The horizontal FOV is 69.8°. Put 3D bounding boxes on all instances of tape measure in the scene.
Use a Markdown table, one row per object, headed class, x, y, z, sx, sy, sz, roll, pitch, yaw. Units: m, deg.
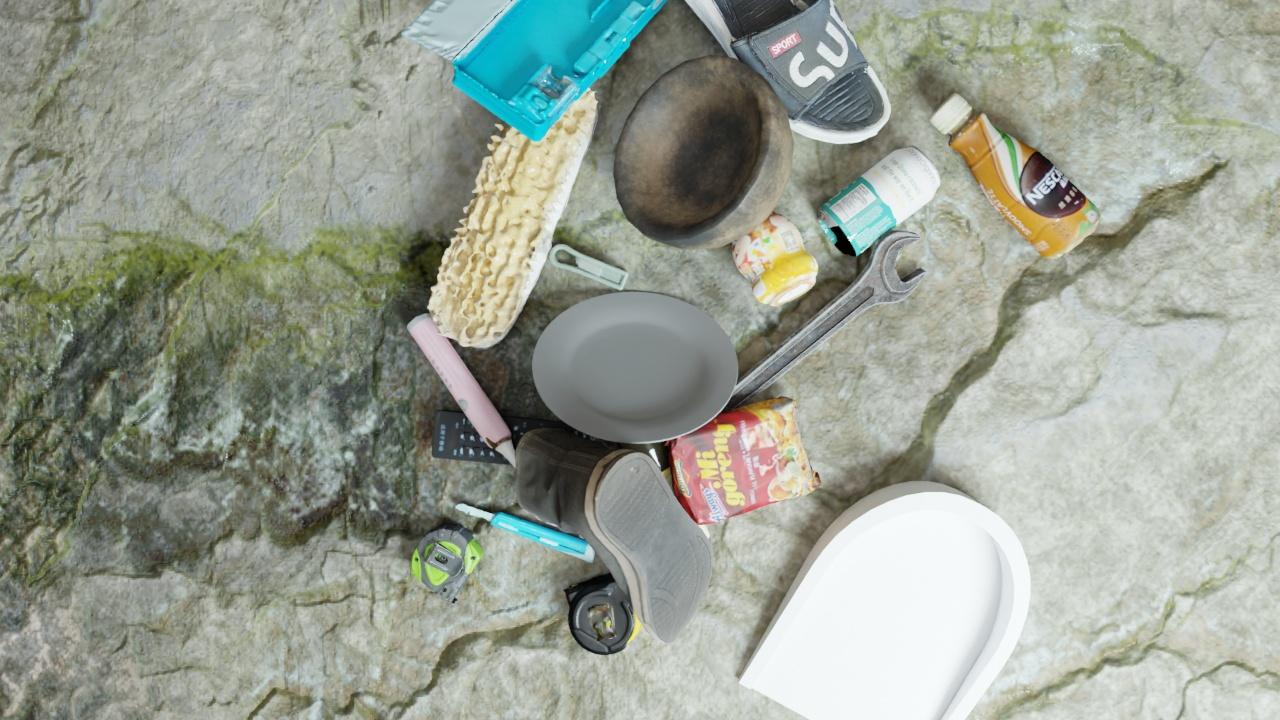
| class | x | y | z | sx | sy | sz | roll | pitch | yaw |
| --- | --- | --- | --- | --- | --- | --- | --- | --- | --- |
| tape measure | -0.185 | 0.188 | 0.869 | 0.058 | 0.036 | 0.065 | 30 | 95 | 2 |
| tape measure | -0.033 | 0.236 | 0.859 | 0.071 | 0.042 | 0.072 | -20 | 94 | 2 |

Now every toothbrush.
| class | x | y | z | sx | sy | sz | roll | pitch | yaw |
| --- | --- | --- | --- | --- | --- | --- | --- | --- | --- |
| toothbrush | -0.145 | 0.050 | 0.841 | 0.026 | 0.027 | 0.222 | -28 | 76 | -38 |

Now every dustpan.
| class | x | y | z | sx | sy | sz | roll | pitch | yaw |
| --- | --- | --- | --- | --- | --- | --- | --- | --- | --- |
| dustpan | 0.236 | 0.237 | 0.833 | 0.191 | 0.053 | 0.258 | 28 | 95 | 2 |

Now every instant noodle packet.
| class | x | y | z | sx | sy | sz | roll | pitch | yaw |
| --- | --- | --- | --- | --- | --- | --- | --- | --- | --- |
| instant noodle packet | 0.090 | 0.091 | 0.828 | 0.135 | 0.040 | 0.098 | -15 | 102 | -13 |

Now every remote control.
| class | x | y | z | sx | sy | sz | roll | pitch | yaw |
| --- | --- | --- | --- | --- | --- | --- | --- | --- | --- |
| remote control | -0.120 | 0.075 | 0.866 | 0.150 | 0.022 | 0.047 | 6 | 93 | 2 |

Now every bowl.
| class | x | y | z | sx | sy | sz | roll | pitch | yaw |
| --- | --- | --- | --- | --- | --- | --- | --- | --- | --- |
| bowl | 0.060 | -0.170 | 0.785 | 0.163 | 0.070 | 0.162 | -9 | 75 | 37 |

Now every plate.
| class | x | y | z | sx | sy | sz | roll | pitch | yaw |
| --- | --- | --- | --- | --- | --- | --- | --- | --- | --- |
| plate | -0.005 | 0.005 | 0.801 | 0.178 | 0.178 | 0.012 | 6 | 137 | 4 |

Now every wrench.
| class | x | y | z | sx | sy | sz | roll | pitch | yaw |
| --- | --- | --- | --- | --- | --- | --- | --- | --- | --- |
| wrench | 0.147 | -0.016 | 0.831 | 0.273 | 0.010 | 0.070 | -40 | 125 | 7 |

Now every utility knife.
| class | x | y | z | sx | sy | sz | roll | pitch | yaw |
| --- | --- | --- | --- | --- | --- | --- | --- | --- | --- |
| utility knife | -0.110 | 0.162 | 0.874 | 0.141 | 0.015 | 0.022 | 17 | 125 | 4 |

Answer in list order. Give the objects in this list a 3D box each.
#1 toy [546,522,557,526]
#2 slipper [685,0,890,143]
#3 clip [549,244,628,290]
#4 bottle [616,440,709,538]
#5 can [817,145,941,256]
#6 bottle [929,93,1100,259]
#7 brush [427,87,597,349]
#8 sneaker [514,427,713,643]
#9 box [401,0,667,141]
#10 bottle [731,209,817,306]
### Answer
| class | x | y | z | sx | sy | sz | roll | pitch | yaw |
| --- | --- | --- | --- | --- | --- | --- | --- | --- | --- |
| toy | -0.048 | 0.129 | 0.852 | 0.099 | 0.036 | 0.080 | 26 | 107 | -9 |
| slipper | 0.119 | -0.297 | 0.790 | 0.111 | 0.063 | 0.264 | -39 | 89 | -19 |
| clip | -0.048 | -0.086 | 0.848 | 0.075 | 0.037 | 0.023 | 21 | 93 | -3 |
| bottle | 0.012 | 0.089 | 0.846 | 0.045 | 0.045 | 0.184 | -29 | 98 | 5 |
| can | 0.210 | -0.141 | 0.812 | 0.102 | 0.055 | 0.055 | -38 | 90 | 5 |
| bottle | 0.322 | -0.164 | 0.800 | 0.059 | 0.059 | 0.167 | -45 | 89 | 5 |
| brush | -0.114 | -0.138 | 0.833 | 0.083 | 0.056 | 0.271 | 24 | 95 | 2 |
| sneaker | -0.020 | 0.153 | 0.800 | 0.095 | 0.120 | 0.235 | -52 | 133 | -22 |
| box | -0.092 | -0.317 | 0.787 | 0.181 | 0.039 | 0.226 | 36 | 68 | 3 |
| bottle | 0.111 | -0.105 | 0.819 | 0.063 | 0.063 | 0.109 | -28 | 76 | 5 |
